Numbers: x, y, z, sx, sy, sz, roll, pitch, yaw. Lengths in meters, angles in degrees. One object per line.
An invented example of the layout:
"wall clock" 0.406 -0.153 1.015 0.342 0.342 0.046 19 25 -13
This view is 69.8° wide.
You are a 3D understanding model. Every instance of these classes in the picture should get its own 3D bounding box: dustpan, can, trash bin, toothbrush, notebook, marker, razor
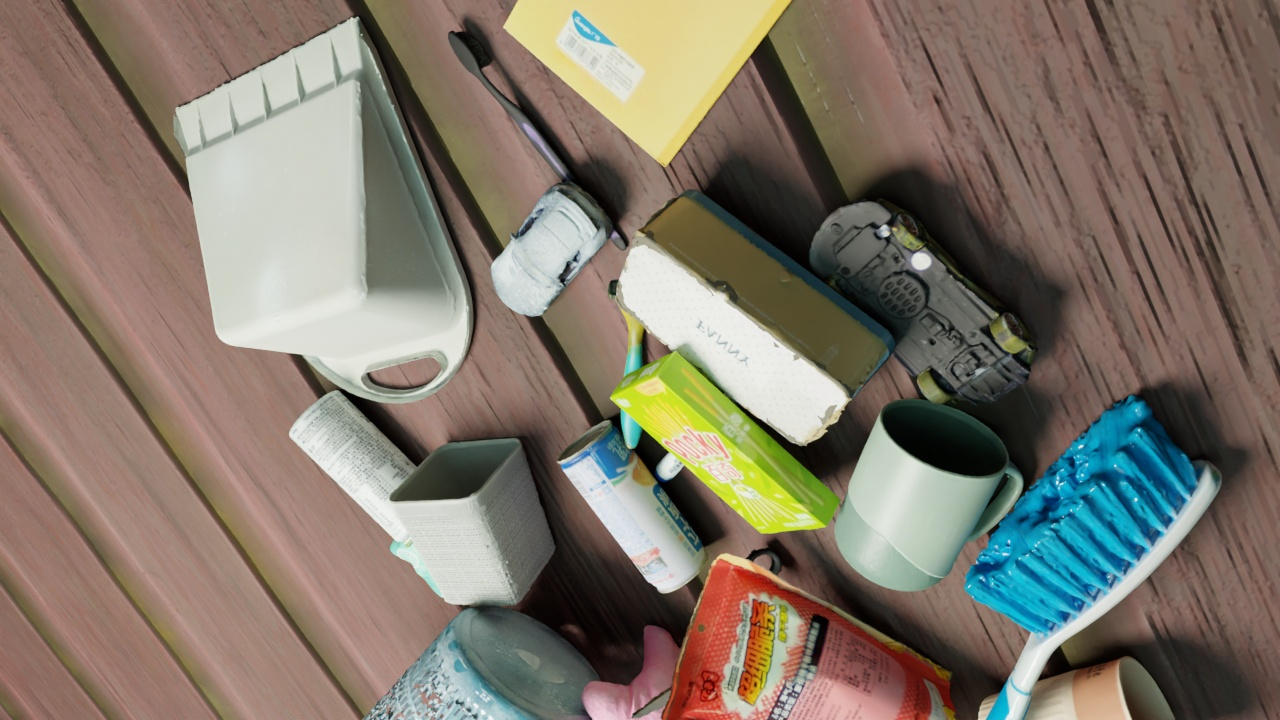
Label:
"dustpan" -0.243 -0.095 0.747 0.223 0.142 0.257 -12 80 29
"can" -0.238 0.096 0.812 0.146 0.058 0.058 45 124 -2
"trash bin" -0.135 0.323 0.758 0.226 0.226 0.195 34 97 5
"can" -0.005 0.115 0.717 0.053 0.053 0.134 -31 99 33
"toothbrush" -0.069 -0.152 0.638 0.189 0.016 0.014 51 135 -9
"notebook" 0.019 -0.239 0.552 0.146 0.010 0.207 41 124 0
"marker" 0.054 0.043 0.676 0.017 0.016 0.146 40 124 1
"razor" -0.004 0.004 0.675 0.043 0.028 0.133 0 115 -4

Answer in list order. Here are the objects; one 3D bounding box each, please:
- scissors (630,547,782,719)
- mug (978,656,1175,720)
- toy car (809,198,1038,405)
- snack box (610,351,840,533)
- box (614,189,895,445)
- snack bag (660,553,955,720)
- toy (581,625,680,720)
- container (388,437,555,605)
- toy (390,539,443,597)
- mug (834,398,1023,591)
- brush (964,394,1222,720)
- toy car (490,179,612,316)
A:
"scissors" 0.074 0.222 0.691 0.014 0.177 0.159 160 112 -67
"mug" 0.313 0.266 0.641 0.114 0.081 0.106 33 132 -30
"toy car" 0.173 -0.036 0.565 0.158 0.042 0.070 44 127 -4
"snack box" 0.056 0.061 0.635 0.156 0.026 0.086 42 155 -11
"box" 0.073 -0.022 0.585 0.184 0.060 0.090 38 149 7
"snack bag" 0.127 0.239 0.672 0.208 0.128 0.073 26 164 -6
"toy" 0.048 0.294 0.734 0.194 0.178 0.075 54 129 34
"container" -0.135 0.138 0.769 0.090 0.090 0.114 -6 115 27
"toy" -0.189 0.191 0.851 0.092 0.030 0.097 45 145 -6
"mug" 0.193 0.092 0.606 0.111 0.082 0.106 6 121 -13
"brush" 0.251 0.173 0.592 0.109 0.060 0.315 34 107 -5
"toy car" -0.068 -0.076 0.658 0.054 0.036 0.121 44 132 -3
